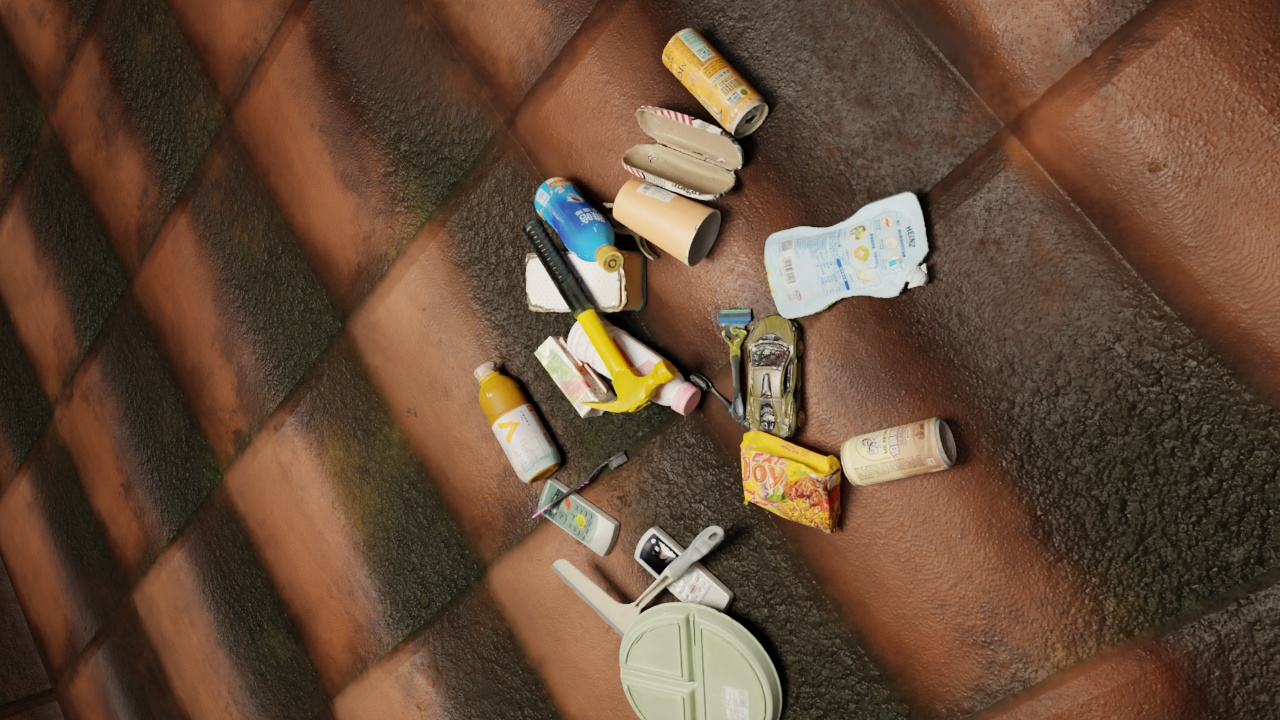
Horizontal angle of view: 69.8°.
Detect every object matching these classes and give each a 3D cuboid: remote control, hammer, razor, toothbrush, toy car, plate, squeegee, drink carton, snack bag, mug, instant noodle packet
[{"bbox_3d":[0.056,0.289,1.237,0.150,0.021,0.058,38,114,24],"label":"remote control"},{"bbox_3d":[-0.074,-0.062,1.205,0.129,0.032,0.300,-39,72,22],"label":"hammer"},{"bbox_3d":[0.122,0.006,1.163,0.043,0.022,0.142,-3,90,5],"label":"razor"},{"bbox_3d":[-0.091,0.184,1.312,0.189,0.014,0.018,-37,83,20],"label":"toothbrush"},{"bbox_3d":[0.163,0.023,1.129,0.070,0.042,0.158,1,92,33],"label":"toy car"},{"bbox_3d":[0.072,0.425,1.203,0.230,0.027,0.230,9,111,23],"label":"plate"},{"bbox_3d":[0.038,0.283,1.208,0.246,0.039,0.247,43,122,5],"label":"squeegee"},{"bbox_3d":[-0.091,0.020,1.289,0.046,0.053,0.122,-45,70,24],"label":"drink carton"},{"bbox_3d":[-0.090,0.227,1.329,0.135,0.019,0.056,31,110,28],"label":"remote control"},{"bbox_3d":[0.239,-0.118,1.066,0.191,0.038,0.110,-13,82,32],"label":"snack bag"},{"bbox_3d":[0.131,0.077,1.170,0.189,0.016,0.014,44,114,21],"label":"toothbrush"},{"bbox_3d":[0.030,-0.180,1.162,0.123,0.078,0.078,30,111,19],"label":"mug"},{"bbox_3d":[0.179,0.148,1.111,0.128,0.044,0.111,17,127,33],"label":"instant noodle packet"}]

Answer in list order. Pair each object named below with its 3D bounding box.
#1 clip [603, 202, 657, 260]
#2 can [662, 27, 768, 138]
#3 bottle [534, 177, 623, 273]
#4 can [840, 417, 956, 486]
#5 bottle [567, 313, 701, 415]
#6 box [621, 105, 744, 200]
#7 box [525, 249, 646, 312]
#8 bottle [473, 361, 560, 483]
[{"bbox_3d":[-0.008,-0.178,1.229,0.100,0.034,0.072,33,111,18],"label":"clip"},{"bbox_3d":[0.091,-0.342,1.129,0.058,0.058,0.146,-48,69,27],"label":"can"},{"bbox_3d":[-0.076,-0.175,1.203,0.218,0.065,0.065,51,122,50],"label":"bottle"},{"bbox_3d":[0.291,0.104,1.039,0.117,0.058,0.058,-19,84,33],"label":"can"},{"bbox_3d":[-0.007,0.007,1.223,0.197,0.068,0.068,32,111,27],"label":"bottle"},{"bbox_3d":[0.048,-0.256,1.154,0.162,0.075,0.086,26,75,26],"label":"box"},{"bbox_3d":[-0.072,-0.110,1.260,0.185,0.062,0.090,5,98,31],"label":"box"},{"bbox_3d":[-0.186,0.088,1.350,0.068,0.067,0.189,-40,73,30],"label":"bottle"}]
